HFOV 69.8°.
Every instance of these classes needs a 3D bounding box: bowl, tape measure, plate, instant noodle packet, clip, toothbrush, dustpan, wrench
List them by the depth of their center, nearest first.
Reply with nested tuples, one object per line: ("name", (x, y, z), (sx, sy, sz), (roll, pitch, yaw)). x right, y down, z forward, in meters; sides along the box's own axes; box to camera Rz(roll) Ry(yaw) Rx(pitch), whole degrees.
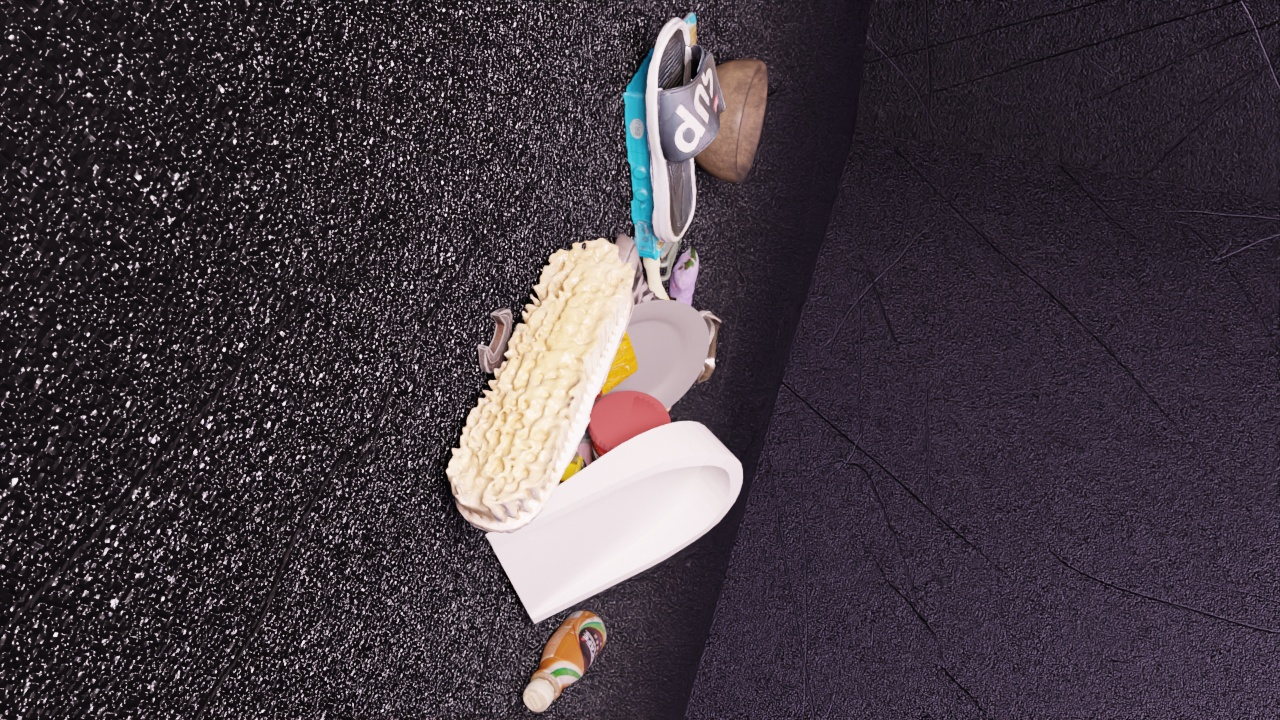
("wrench", (-0.112, 0.053, 0.845), (0.274, 0.010, 0.069), (84, 24, -52))
("instant noodle packet", (-0.054, 0.004, 0.888), (0.098, 0.039, 0.135), (-32, 155, -6))
("dustpan", (-0.012, 0.169, 0.942), (0.257, 0.053, 0.192), (-33, 144, -16))
("tape measure", (-0.081, 0.139, 0.983), (0.071, 0.042, 0.072), (87, 16, -68))
("plate", (-0.006, 0.006, 0.988), (0.178, 0.012, 0.179), (-19, 137, -19))
("toothbrush", (-0.076, 0.177, 1.070), (0.027, 0.026, 0.223), (-14, 124, -34))
("clip", (0.035, -0.140, 1.201), (0.037, 0.023, 0.074), (83, 23, -50))
("bowl", (0.116, -0.324, 1.234), (0.162, 0.070, 0.162), (15, 89, -76))

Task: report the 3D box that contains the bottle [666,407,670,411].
("bottle", (0.016, 0.044, 1.213), (0.109, 0.063, 0.063), (54, 51, -69))

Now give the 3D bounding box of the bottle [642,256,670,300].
("bottle", (0.023, -0.067, 1.177), (0.045, 0.045, 0.185), (-63, 154, -42))

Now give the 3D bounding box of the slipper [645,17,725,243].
("slipper", (0.051, -0.233, 0.960), (0.264, 0.063, 0.111), (90, 22, -49))

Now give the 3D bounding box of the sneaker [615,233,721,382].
("sneaker", (0.021, -0.053, 1.033), (0.235, 0.120, 0.095), (77, 30, -55))

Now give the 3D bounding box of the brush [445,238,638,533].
("brush", (-0.075, 0.014, 0.759), (0.057, 0.083, 0.270), (83, 26, -54))

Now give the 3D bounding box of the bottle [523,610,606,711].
("bottle", (-0.094, 0.364, 1.107), (0.166, 0.059, 0.059), (-35, 137, -68))

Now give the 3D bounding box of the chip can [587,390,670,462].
("chip can", (-0.015, 0.137, 1.031), (0.214, 0.087, 0.086), (92, 18, -44))

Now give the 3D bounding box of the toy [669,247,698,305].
("toy", (0.060, -0.111, 1.298), (0.080, 0.036, 0.100), (-74, 174, -50))

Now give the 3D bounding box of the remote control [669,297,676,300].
("remote control", (0.025, -0.015, 1.283), (0.047, 0.022, 0.150), (-51, 153, -60))

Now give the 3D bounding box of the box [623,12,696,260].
("box", (0.030, -0.255, 1.052), (0.227, 0.039, 0.181), (85, 25, -49))
